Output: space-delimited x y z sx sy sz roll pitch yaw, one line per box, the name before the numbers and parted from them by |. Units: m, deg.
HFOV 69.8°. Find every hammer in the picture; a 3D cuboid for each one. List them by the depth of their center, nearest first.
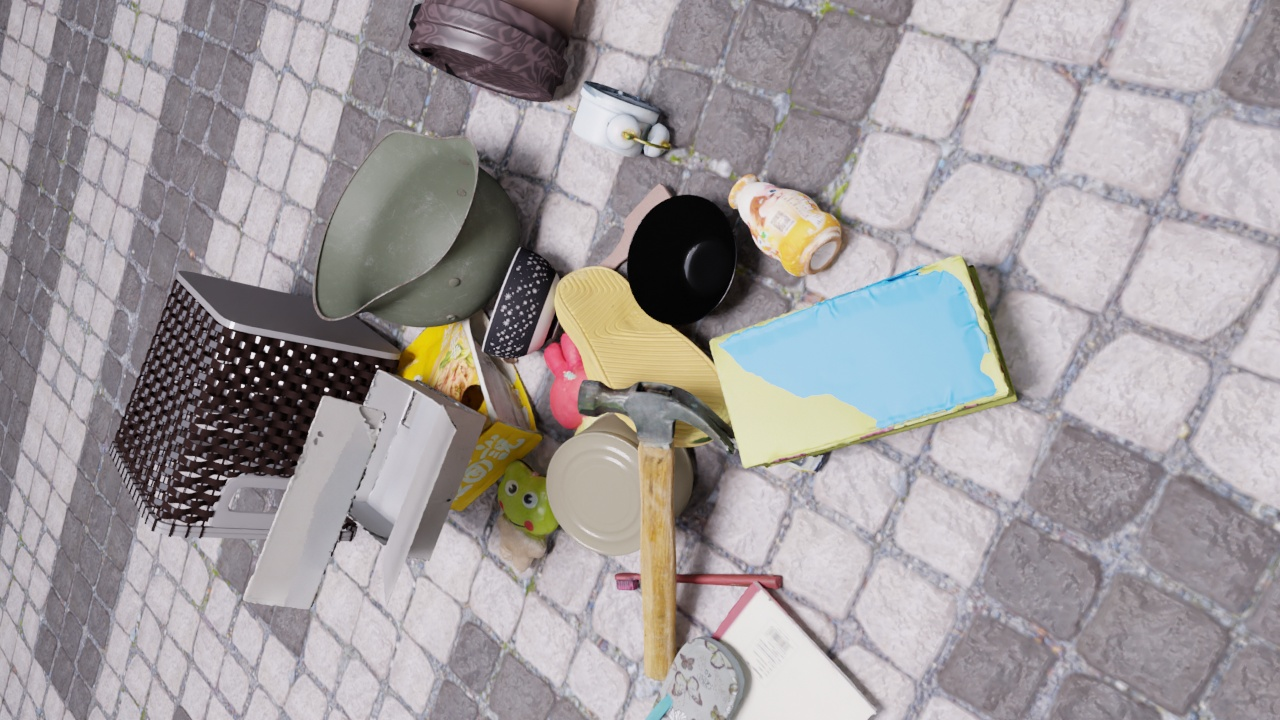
hammer | 0.018 0.167 0.834 0.132 0.033 0.331 4 120 10

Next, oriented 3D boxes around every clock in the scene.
clock | -0.017 -0.239 0.925 0.117 0.083 0.057 38 115 35

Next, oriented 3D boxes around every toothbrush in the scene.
toothbrush | 0.051 0.218 0.899 0.190 0.016 0.016 -9 87 36

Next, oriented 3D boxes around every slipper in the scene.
slipper | 0.020 0.383 0.879 0.098 0.054 0.269 30 111 38
slipper | -0.005 0.005 0.895 0.263 0.099 0.078 52 157 40

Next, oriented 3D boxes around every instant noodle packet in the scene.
instant noodle packet | -0.223 0.039 1.079 0.163 0.084 0.221 -42 54 26

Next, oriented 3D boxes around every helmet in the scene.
helmet | -0.228 -0.130 1.026 0.269 0.153 0.226 -26 54 39

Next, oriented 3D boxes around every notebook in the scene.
notebook | 0.103 0.329 0.851 0.153 0.012 0.209 46 118 28

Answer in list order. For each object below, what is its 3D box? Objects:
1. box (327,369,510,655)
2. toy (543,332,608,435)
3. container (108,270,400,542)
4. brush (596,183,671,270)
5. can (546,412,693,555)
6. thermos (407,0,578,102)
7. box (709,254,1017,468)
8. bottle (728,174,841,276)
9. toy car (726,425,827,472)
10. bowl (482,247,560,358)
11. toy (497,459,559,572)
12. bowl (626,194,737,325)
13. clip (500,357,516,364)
box | -0.206 0.128 0.887 0.419 0.108 0.166 19 88 61
toy | -0.058 0.033 0.967 0.092 0.045 0.135 -41 71 26
container | -0.468 0.054 1.131 0.246 0.247 0.244 29 101 45
brush | -0.006 -0.123 0.957 0.136 0.015 0.050 -42 66 34
can | -0.021 0.119 0.897 0.128 0.073 0.128 6 106 23
thermos | -0.135 -0.413 0.973 0.173 0.172 0.226 21 94 35
box | 0.181 0.007 0.757 0.221 0.079 0.124 -21 78 21
bottle | 0.128 -0.125 0.826 0.109 0.063 0.063 47 114 29
toy car | 0.122 0.069 0.843 0.105 0.033 0.048 18 100 36
bowl | -0.119 -0.054 0.988 0.066 0.120 0.120 20 103 -6
toy | -0.129 0.175 1.016 0.092 0.043 0.118 25 104 33
bowl | 0.052 -0.094 0.886 0.124 0.052 0.124 -2 87 36
clip | -0.147 -0.029 1.049 0.045 0.025 0.061 -32 67 31
